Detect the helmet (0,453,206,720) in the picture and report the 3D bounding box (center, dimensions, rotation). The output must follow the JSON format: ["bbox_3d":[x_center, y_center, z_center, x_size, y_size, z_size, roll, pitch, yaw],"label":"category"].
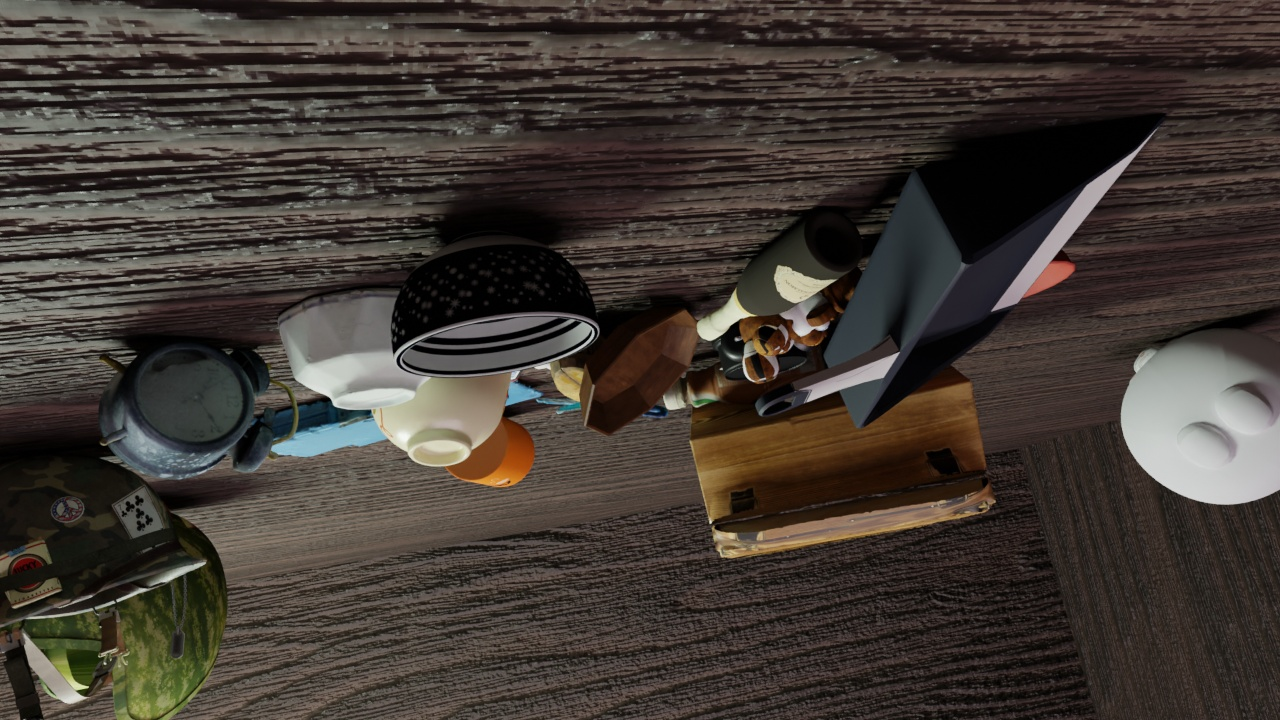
[{"bbox_3d":[-0.508,0.201,0.814,0.224,0.236,0.193,2,170,-8],"label":"helmet"}]

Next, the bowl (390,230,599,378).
[{"bbox_3d":[-0.089,-0.038,0.543,0.120,0.066,0.120,-10,167,-3],"label":"bowl"}]

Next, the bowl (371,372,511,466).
[{"bbox_3d":[-0.159,0.041,0.725,0.118,0.074,0.118,-6,149,-4],"label":"bowl"}]

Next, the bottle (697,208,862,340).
[{"bbox_3d":[0.090,-0.052,0.674,0.045,0.045,0.185,-5,165,-25],"label":"bottle"}]

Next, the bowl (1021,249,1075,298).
[{"bbox_3d":[0.293,-0.075,0.765,0.122,0.035,0.122,-10,167,-3],"label":"bowl"}]

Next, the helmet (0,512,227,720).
[{"bbox_3d":[-0.634,0.298,1.124,0.214,0.247,0.242,4,-144,32],"label":"helmet"}]

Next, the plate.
[{"bbox_3d":[-0.004,0.004,0.757,0.131,0.025,0.131,-37,154,-21],"label":"plate"}]

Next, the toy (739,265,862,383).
[{"bbox_3d":[0.126,-0.036,0.722,0.113,0.067,0.087,-23,-161,36],"label":"toy"}]

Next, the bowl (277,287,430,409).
[{"bbox_3d":[-0.185,-0.002,0.628,0.117,0.061,0.117,-10,166,-3],"label":"bowl"}]

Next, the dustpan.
[{"bbox_3d":[0.195,-0.031,0.621,0.273,0.080,0.237,-13,154,-9],"label":"dustpan"}]

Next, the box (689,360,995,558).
[{"bbox_3d":[0.210,0.126,0.982,0.279,0.221,0.258,-11,-172,7],"label":"box"}]

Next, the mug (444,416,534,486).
[{"bbox_3d":[-0.183,0.092,1.016,0.113,0.077,0.096,18,173,14],"label":"mug"}]

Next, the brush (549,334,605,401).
[{"bbox_3d":[-0.038,0.010,0.832,0.059,0.043,0.195,-13,167,13],"label":"brush"}]

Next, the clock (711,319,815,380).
[{"bbox_3d":[0.114,-0.016,0.847,0.091,0.042,0.121,-9,166,-9],"label":"clock"}]

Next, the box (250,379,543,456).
[{"bbox_3d":[-0.228,0.053,0.890,0.232,0.033,0.174,-16,167,18],"label":"box"}]

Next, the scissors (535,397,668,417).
[{"bbox_3d":[-0.033,0.045,0.927,0.127,0.012,0.137,15,-169,30],"label":"scissors"}]

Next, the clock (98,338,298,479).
[{"bbox_3d":[-0.297,0.033,0.623,0.129,0.090,0.052,8,152,-45],"label":"clock"}]

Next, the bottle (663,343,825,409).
[{"bbox_3d":[0.105,0.018,0.944,0.167,0.059,0.059,-13,167,8],"label":"bottle"}]

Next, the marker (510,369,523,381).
[{"bbox_3d":[-0.098,-0.009,0.750,0.023,0.021,0.145,-30,174,-23],"label":"marker"}]

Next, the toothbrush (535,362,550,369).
[{"bbox_3d":[-0.069,0.010,0.866,0.015,0.016,0.186,-13,169,11],"label":"toothbrush"}]

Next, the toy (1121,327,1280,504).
[{"bbox_3d":[0.880,0.076,1.404,0.263,0.266,0.280,-55,166,24],"label":"toy"}]
